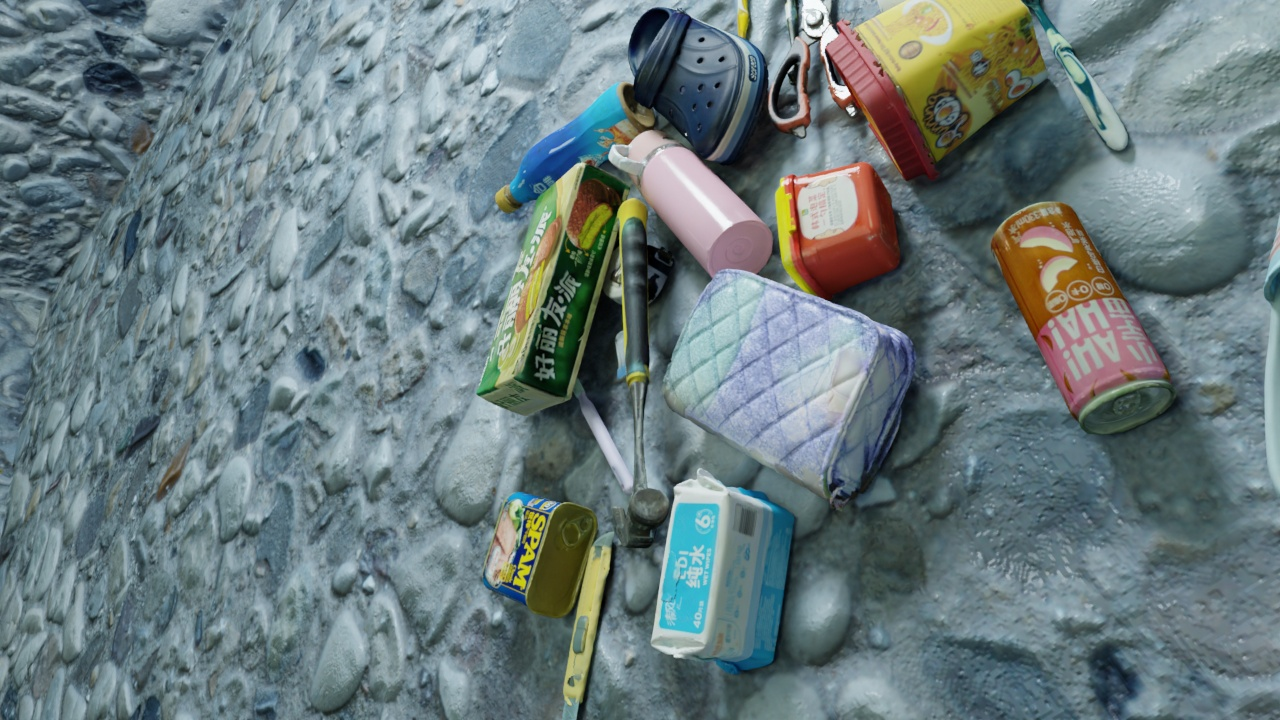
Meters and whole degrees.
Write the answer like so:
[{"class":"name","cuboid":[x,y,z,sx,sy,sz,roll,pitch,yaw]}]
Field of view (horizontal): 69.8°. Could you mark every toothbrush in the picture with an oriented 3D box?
[{"class":"toothbrush","cuboid":[-0.042,0.057,0.884,0.029,0.021,0.189,98,153,-43]},{"class":"toothbrush","cuboid":[0.108,-0.353,0.933,0.018,0.016,0.191,-11,63,30]},{"class":"toothbrush","cuboid":[0.307,-0.221,0.664,0.016,0.018,0.191,-32,50,30]},{"class":"toothbrush","cuboid":[0.144,-0.344,0.889,0.012,0.017,0.185,-12,63,27]}]

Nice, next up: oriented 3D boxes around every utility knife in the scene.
[{"class":"utility knife","cuboid":[-0.049,0.248,0.804,0.031,0.021,0.198,-10,69,49]}]

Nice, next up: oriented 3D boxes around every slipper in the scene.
[{"class":"slipper","cuboid":[0.039,-0.288,0.903,0.105,0.095,0.252,-64,34,30]},{"class":"slipper","cuboid":[0.372,-0.034,0.465,0.104,0.074,0.245,7,77,48]}]

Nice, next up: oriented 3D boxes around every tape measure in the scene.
[{"class":"tape measure","cuboid":[-0.006,-0.085,0.905,0.066,0.033,0.066,24,88,50]}]

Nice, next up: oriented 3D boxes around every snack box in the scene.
[{"class":"snack box","cuboid":[0.155,-0.104,0.718,0.080,0.082,0.091,-16,61,29]},{"class":"snack box","cuboid":[-0.087,-0.070,0.925,0.115,0.063,0.239,-19,53,60]}]

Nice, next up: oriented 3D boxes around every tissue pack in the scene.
[{"class":"tissue pack","cuboid":[0.060,0.157,0.677,0.063,0.090,0.140,-6,68,43]}]

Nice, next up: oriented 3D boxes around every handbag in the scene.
[{"class":"handbag","cuboid":[0.111,0.014,0.707,0.194,0.075,0.134,30,98,50]}]

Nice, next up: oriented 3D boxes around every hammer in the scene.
[{"class":"hammer","cuboid":[-0.005,0.005,0.804,0.126,0.032,0.322,109,162,-62]}]

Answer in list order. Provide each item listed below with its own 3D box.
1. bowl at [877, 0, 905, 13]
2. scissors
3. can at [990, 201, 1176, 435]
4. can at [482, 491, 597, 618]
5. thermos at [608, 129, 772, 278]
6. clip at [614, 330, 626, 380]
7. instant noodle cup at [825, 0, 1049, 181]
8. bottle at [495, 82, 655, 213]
[{"class":"bowl","cuboid":[0.240,-0.324,0.745,0.117,0.066,0.116,-22,57,37]},{"class":"scissors","cuboid":[0.172,-0.297,0.833,0.205,0.015,0.197,-49,51,-1]},{"class":"can","cuboid":[0.273,-0.030,0.575,0.058,0.058,0.147,-33,50,30]},{"class":"can","cuboid":[-0.096,0.177,0.851,0.083,0.057,0.102,4,74,49]},{"class":"thermos","cuboid":[0.039,-0.151,0.852,0.198,0.087,0.067,56,131,43]},{"class":"clip","cuboid":[-0.011,-0.004,0.884,0.026,0.041,0.058,-37,47,29]},{"class":"instant noodle cup","cuboid":[0.223,-0.219,0.687,0.124,0.116,0.116,-31,50,17]},{"class":"bottle","cuboid":[-0.082,-0.228,1.027,0.219,0.065,0.065,-26,54,34]}]
